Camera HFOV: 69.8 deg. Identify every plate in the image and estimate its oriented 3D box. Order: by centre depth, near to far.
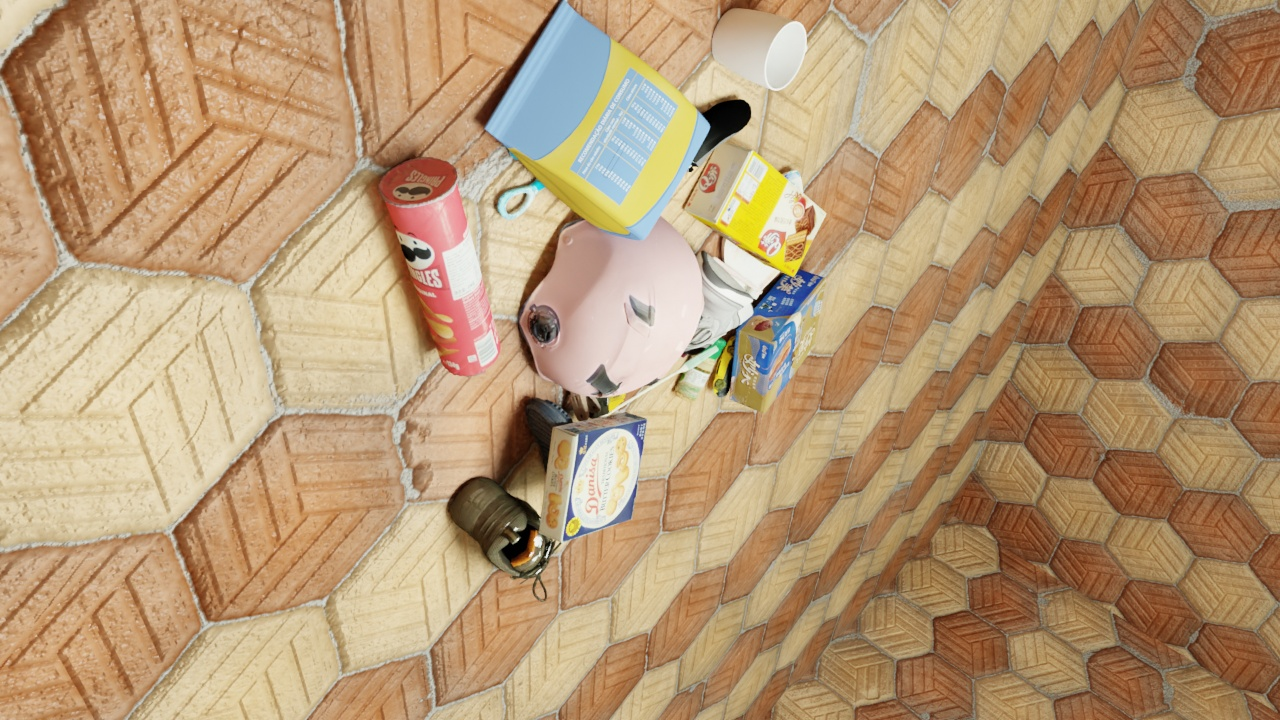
[{"bbox_3d":[0.187,-0.187,1.412,0.186,0.016,0.187,-44,147,-20],"label":"plate"}]

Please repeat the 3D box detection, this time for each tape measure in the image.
[{"bbox_3d":[-0.047,0.043,1.272,0.064,0.037,0.066,-32,141,-35],"label":"tape measure"}]

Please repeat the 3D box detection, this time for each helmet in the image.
[{"bbox_3d":[-0.018,-0.053,1.130,0.229,0.152,0.256,-4,127,-57],"label":"helmet"}]

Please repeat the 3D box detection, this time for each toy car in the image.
[{"bbox_3d":[0.145,0.011,1.516,0.049,0.030,0.107,4,106,-63],"label":"toy car"}]

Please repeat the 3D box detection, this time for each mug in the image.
[{"bbox_3d":[0.152,-0.384,1.116,0.114,0.088,0.081,-24,136,-42],"label":"mug"}]

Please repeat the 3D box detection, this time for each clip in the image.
[{"bbox_3d":[-0.073,0.051,1.235,0.039,0.024,0.060,-15,95,-51],"label":"clip"}]

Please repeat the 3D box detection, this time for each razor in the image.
[{"bbox_3d":[0.090,-0.290,1.154,0.155,0.057,0.060,-41,177,-24],"label":"razor"}]

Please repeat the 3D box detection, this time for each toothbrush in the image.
[{"bbox_3d":[0.143,-0.124,1.376,0.018,0.016,0.181,-54,150,7],"label":"toothbrush"}]

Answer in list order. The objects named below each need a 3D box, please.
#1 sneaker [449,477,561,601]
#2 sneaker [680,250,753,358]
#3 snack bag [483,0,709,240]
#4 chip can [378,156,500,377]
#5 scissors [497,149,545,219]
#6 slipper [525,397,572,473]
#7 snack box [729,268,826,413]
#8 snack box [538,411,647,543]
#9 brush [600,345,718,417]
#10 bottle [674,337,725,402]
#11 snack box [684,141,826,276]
[{"bbox_3d":[-0.145,0.248,1.217,0.101,0.143,0.238,-50,148,-14],"label":"sneaker"},{"bbox_3d":[0.085,-0.068,1.286,0.128,0.097,0.263,-46,168,0],"label":"sneaker"},{"bbox_3d":[-0.048,-0.244,0.958,0.205,0.102,0.159,34,83,-38],"label":"snack bag"},{"bbox_3d":[-0.194,-0.085,0.919,0.073,0.073,0.233,-40,145,-27],"label":"chip can"},{"bbox_3d":[-0.101,-0.211,0.993,0.140,0.013,0.115,-29,136,-37],"label":"scissors"},{"bbox_3d":[-0.079,0.129,1.248,0.082,0.101,0.264,-42,142,-22],"label":"slipper"},{"bbox_3d":[0.227,-0.036,1.520,0.202,0.069,0.155,-46,150,-40],"label":"snack box"},{"bbox_3d":[-0.059,0.146,1.171,0.144,0.043,0.144,-9,112,-52],"label":"snack box"},{"bbox_3d":[0.020,0.037,1.332,0.217,0.012,0.033,-30,175,-12],"label":"brush"},{"bbox_3d":[0.092,0.010,1.435,0.043,0.043,0.111,6,113,-56],"label":"bottle"},{"bbox_3d":[0.166,-0.208,1.290,0.230,0.062,0.110,22,96,-51],"label":"snack box"}]
